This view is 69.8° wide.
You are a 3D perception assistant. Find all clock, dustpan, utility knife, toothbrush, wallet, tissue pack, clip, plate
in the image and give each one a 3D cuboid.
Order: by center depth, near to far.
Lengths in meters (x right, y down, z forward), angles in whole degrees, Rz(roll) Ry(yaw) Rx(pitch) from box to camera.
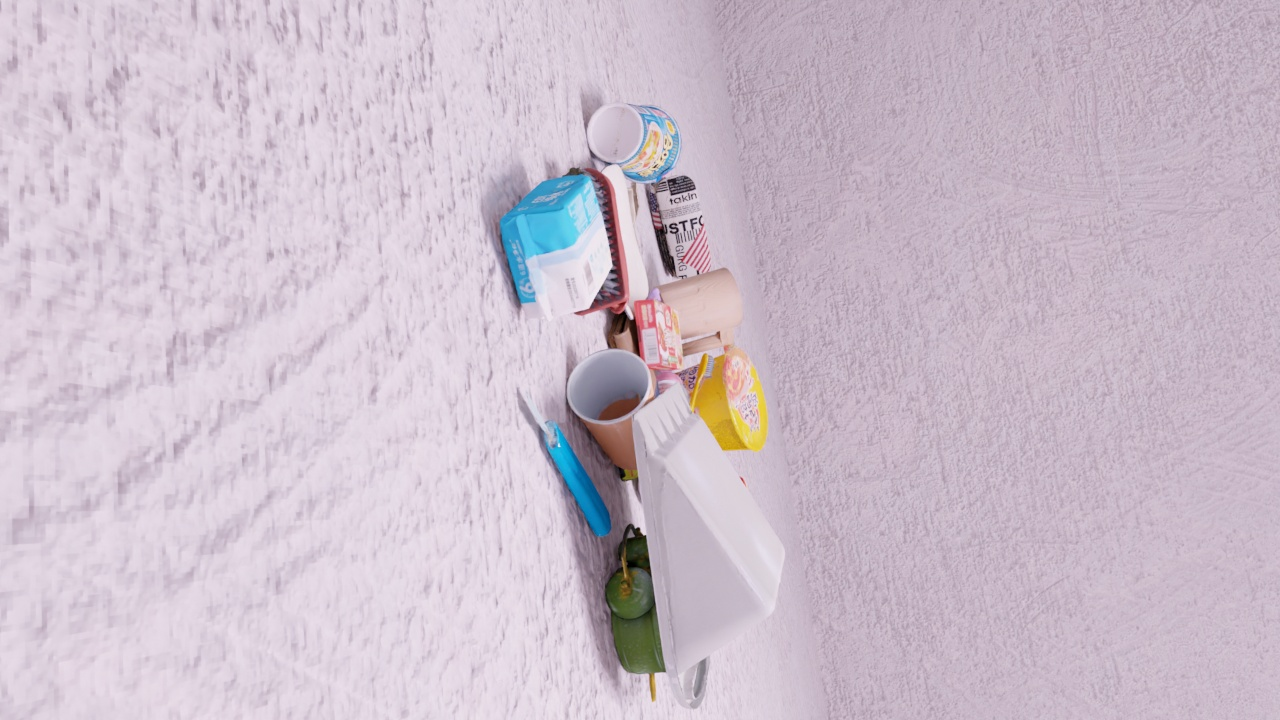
[{"bbox_3d":[-0.071,-0.098,0.769,0.139,0.063,0.090,-70,149,-63],"label":"tissue pack"},{"bbox_3d":[-0.060,0.089,0.774,0.034,0.018,0.191,-104,173,-46],"label":"utility knife"},{"bbox_3d":[0.036,0.176,0.853,0.257,0.143,0.222,55,14,2],"label":"dustpan"},{"bbox_3d":[0.008,0.232,0.879,0.116,0.056,0.161,-70,148,-67],"label":"clock"},{"bbox_3d":[-0.032,-0.133,1.030,0.163,0.034,0.164,-62,141,-70],"label":"plate"},{"bbox_3d":[-0.006,0.006,1.047,0.090,0.033,0.115,-78,154,-65],"label":"wallet"},{"bbox_3d":[-0.020,-0.165,1.118,0.082,0.035,0.104,-39,126,-79],"label":"clip"},{"bbox_3d":[0.062,0.081,1.146,0.016,0.018,0.191,-133,-127,-64],"label":"toothbrush"}]

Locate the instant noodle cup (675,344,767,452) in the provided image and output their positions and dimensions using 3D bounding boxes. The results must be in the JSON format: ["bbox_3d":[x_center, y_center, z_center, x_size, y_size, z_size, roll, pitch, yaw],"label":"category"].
[{"bbox_3d":[0.092,0.061,1.208,0.138,0.110,0.137,38,45,-51],"label":"instant noodle cup"}]

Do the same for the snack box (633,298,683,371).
[{"bbox_3d":[0.023,-0.027,1.067,0.152,0.025,0.075,11,73,-78],"label":"snack box"}]

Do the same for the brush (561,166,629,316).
[{"bbox_3d":[-0.044,-0.119,0.897,0.069,0.063,0.145,14,64,-55],"label":"brush"}]

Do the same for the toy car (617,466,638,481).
[{"bbox_3d":[-0.006,0.092,0.981,0.105,0.032,0.048,-61,139,-73],"label":"toy car"}]

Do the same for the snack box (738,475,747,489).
[{"bbox_3d":[0.090,0.183,1.204,0.080,0.091,0.081,50,31,-53],"label":"snack box"}]

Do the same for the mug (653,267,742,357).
[{"bbox_3d":[0.077,-0.059,1.262,0.084,0.103,0.125,-117,-164,-46],"label":"mug"}]

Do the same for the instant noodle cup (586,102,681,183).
[{"bbox_3d":[-0.011,-0.268,1.108,0.109,0.099,0.099,-13,93,-70],"label":"instant noodle cup"}]

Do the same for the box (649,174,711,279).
[{"bbox_3d":[0.052,-0.204,1.407,0.088,0.076,0.163,-135,-153,-65],"label":"box"}]

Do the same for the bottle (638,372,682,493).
[{"bbox_3d":[0.033,0.087,1.082,0.196,0.068,0.068,-88,163,-54],"label":"bottle"}]

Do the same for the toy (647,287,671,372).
[{"bbox_3d":[0.023,-0.035,1.185,0.083,0.039,0.108,-66,143,-67],"label":"toy"}]

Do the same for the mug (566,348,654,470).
[{"bbox_3d":[-0.017,0.053,0.876,0.123,0.078,0.078,69,17,-57],"label":"mug"}]
